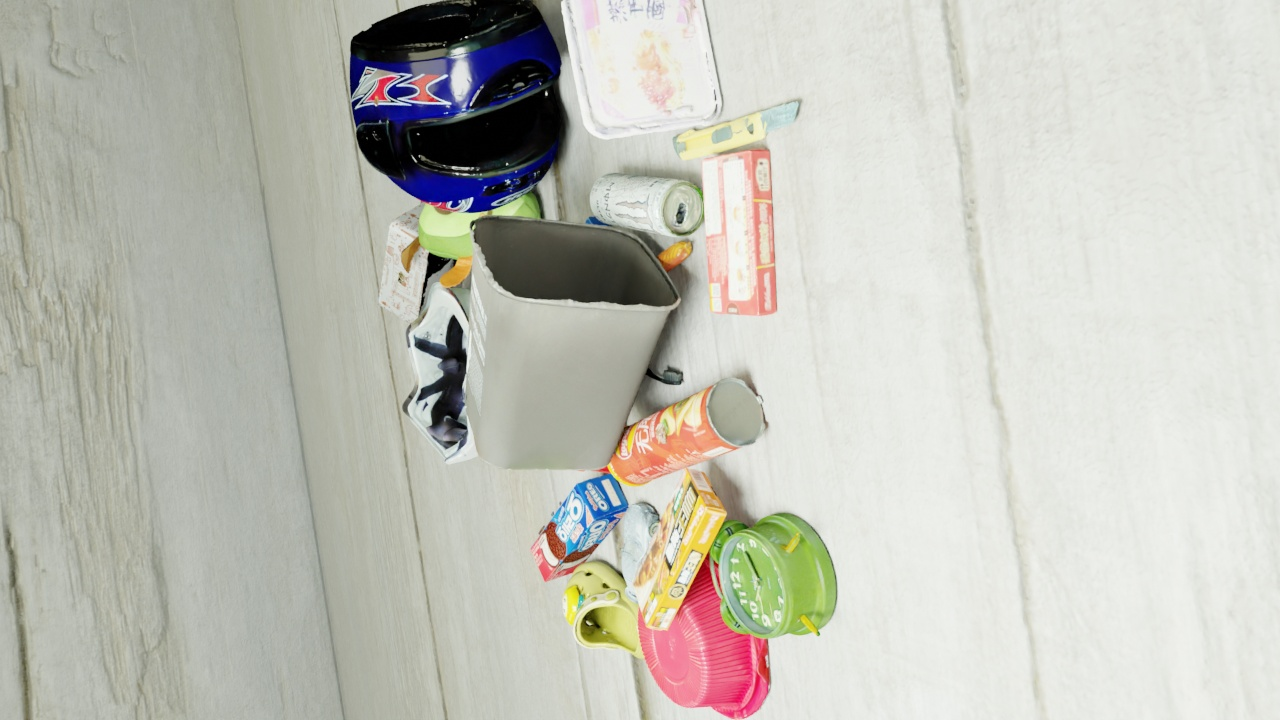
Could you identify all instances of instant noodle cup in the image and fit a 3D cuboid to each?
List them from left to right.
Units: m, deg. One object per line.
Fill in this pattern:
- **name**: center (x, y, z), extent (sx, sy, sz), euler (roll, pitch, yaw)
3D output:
- **instant noodle cup**: center (-0.004, -0.300, 0.903), extent (0.060, 0.138, 0.173), euler (145, 115, -79)
- **instant noodle cup**: center (0.057, 0.303, 1.002), extent (0.194, 0.065, 0.194), euler (18, 112, 55)

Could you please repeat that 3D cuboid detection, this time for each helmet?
- **helmet**: center (-0.211, -0.301, 1.123), extent (0.316, 0.246, 0.241), euler (26, 141, 47)
- **helmet**: center (-0.234, 0.017, 1.323), extent (0.229, 0.145, 0.259), euler (27, 113, 51)

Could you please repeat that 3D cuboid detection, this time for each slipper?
- **slipper**: center (-0.050, 0.319, 1.164), extent (0.191, 0.081, 0.092), euler (16, 108, 53)

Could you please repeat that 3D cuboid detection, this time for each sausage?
- **sausage**: center (0.012, -0.097, 1.016), extent (0.166, 0.021, 0.021), euler (-29, 72, 57)

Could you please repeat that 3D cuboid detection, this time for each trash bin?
- **trash bin**: center (-0.093, -0.015, 0.975), extent (0.199, 0.198, 0.220), euler (-118, 37, -53)

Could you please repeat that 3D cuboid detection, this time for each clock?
- **clock**: center (0.118, 0.210, 0.888), extent (0.162, 0.056, 0.116), euler (-17, 82, 59)

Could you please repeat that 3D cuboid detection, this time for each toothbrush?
- **toothbrush**: center (-0.006, 0.006, 1.079), extent (0.190, 0.014, 0.016), euler (18, 111, 57)

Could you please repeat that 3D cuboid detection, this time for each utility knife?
- **utility knife**: center (0.087, -0.218, 0.877), extent (0.196, 0.020, 0.031), euler (0, 104, 54)

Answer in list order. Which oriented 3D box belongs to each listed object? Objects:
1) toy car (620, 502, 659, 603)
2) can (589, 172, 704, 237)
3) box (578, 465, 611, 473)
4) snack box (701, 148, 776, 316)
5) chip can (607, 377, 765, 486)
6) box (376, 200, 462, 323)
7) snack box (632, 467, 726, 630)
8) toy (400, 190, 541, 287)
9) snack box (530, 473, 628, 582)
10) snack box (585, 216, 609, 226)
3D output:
- **toy car**: center (-0.001, 0.232, 1.105), extent (0.054, 0.036, 0.120), euler (12, 104, 57)
- **can**: center (0.005, -0.166, 0.975), extent (0.147, 0.058, 0.058), euler (23, 116, 54)
- **box**: center (-0.107, 0.099, 1.181), extent (0.202, 0.101, 0.095), euler (-1, 96, 59)
- **snack box**: center (0.094, -0.120, 0.875), extent (0.075, 0.025, 0.153), euler (8, 104, 56)
- **chip can**: center (0.041, 0.080, 0.964), extent (0.217, 0.073, 0.073), euler (-30, 72, 57)
- **box**: center (-0.333, -0.198, 1.482), extent (0.271, 0.130, 0.180), euler (-88, 16, -47)
- **snack box**: center (0.037, 0.194, 0.940), extent (0.154, 0.026, 0.075), euler (-67, 23, 20)
- **toy**: center (-0.235, -0.196, 1.274), extent (0.247, 0.090, 0.226), euler (3, 68, 30)
- **snack box**: center (-0.085, 0.224, 1.216), extent (0.058, 0.057, 0.208), euler (62, 143, 23)
- **snack box**: center (-0.060, -0.090, 1.128), extent (0.084, 0.026, 0.158), euler (59, 142, 32)
